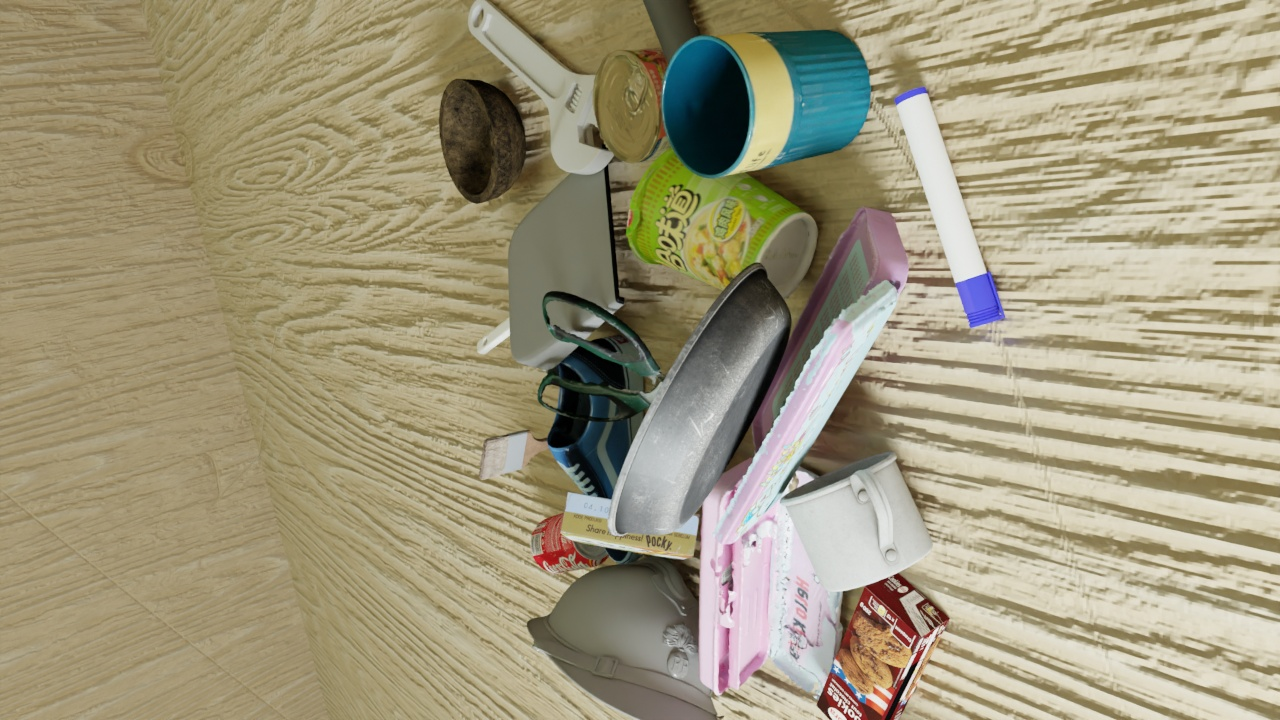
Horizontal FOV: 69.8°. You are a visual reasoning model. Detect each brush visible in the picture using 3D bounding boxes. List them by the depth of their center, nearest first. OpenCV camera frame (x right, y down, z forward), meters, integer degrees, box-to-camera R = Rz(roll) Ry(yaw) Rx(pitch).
[{"bbox_3d":[-0.093,0.083,0.904,0.008,0.142,0.045,38,125,40],"label":"brush"}]

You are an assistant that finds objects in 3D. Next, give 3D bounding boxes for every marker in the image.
[{"bbox_3d":[0.181,-0.089,0.536,0.020,0.020,0.141,-19,89,57],"label":"marker"}]

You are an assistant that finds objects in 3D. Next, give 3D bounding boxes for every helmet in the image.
[{"bbox_3d":[0.005,0.243,0.850,0.117,0.183,0.271,-65,20,-7],"label":"helmet"}]

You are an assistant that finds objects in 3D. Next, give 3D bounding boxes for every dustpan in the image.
[{"bbox_3d":[-0.094,-0.066,0.863,0.258,0.033,0.163,-32,53,42],"label":"dustpan"}]

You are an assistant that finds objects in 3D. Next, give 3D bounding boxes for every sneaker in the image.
[{"bbox_3d":[-0.050,0.097,0.887,0.083,0.098,0.241,24,124,49],"label":"sneaker"}]

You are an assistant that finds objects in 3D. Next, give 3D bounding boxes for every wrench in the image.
[{"bbox_3d":[-0.100,-0.261,0.852,0.273,0.018,0.087,47,122,36],"label":"wrench"}]

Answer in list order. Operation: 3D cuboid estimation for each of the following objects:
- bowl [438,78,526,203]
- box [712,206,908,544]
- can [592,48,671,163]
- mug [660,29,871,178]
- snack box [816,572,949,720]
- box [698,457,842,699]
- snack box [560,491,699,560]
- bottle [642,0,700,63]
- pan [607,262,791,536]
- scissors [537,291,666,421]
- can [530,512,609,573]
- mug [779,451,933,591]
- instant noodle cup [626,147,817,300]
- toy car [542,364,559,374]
[{"bbox_3d":[-0.150,-0.223,0.925,0.121,0.056,0.121,29,128,46],"label":"bowl"},{"bbox_3d":[0.109,0.018,0.599,0.049,0.149,0.215,25,133,6],"label":"box"},{"bbox_3d":[0.003,-0.201,0.723,0.086,0.043,0.086,30,128,46],"label":"can"},{"bbox_3d":[0.070,-0.165,0.583,0.114,0.107,0.083,15,119,52],"label":"mug"},{"bbox_3d":[0.175,0.224,0.676,0.051,0.031,0.141,42,136,38],"label":"snack box"},{"bbox_3d":[0.108,0.183,0.719,0.103,0.086,0.202,19,120,37],"label":"box"},{"bbox_3d":[-0.009,0.144,0.778,0.186,0.101,0.031,92,-172,-77],"label":"snack box"},{"bbox_3d":[0.032,-0.232,0.677,0.030,0.030,0.113,-29,80,57],"label":"bottle"},{"bbox_3d":[0.043,0.054,0.644,0.055,0.187,0.357,29,167,14],"label":"pan"},{"bbox_3d":[-0.001,0.002,0.755,0.210,0.015,0.147,6,125,20],"label":"scissors"},{"bbox_3d":[-0.073,0.196,0.999,0.105,0.064,0.064,-29,80,57],"label":"can"},{"bbox_3d":[0.146,0.106,0.605,0.113,0.084,0.070,110,136,-82],"label":"mug"},{"bbox_3d":[0.062,-0.091,0.650,0.108,0.098,0.099,34,131,32],"label":"instant noodle cup"},{"bbox_3d":[-0.084,-0.002,0.945,0.113,0.040,0.049,43,138,36],"label":"toy car"}]
